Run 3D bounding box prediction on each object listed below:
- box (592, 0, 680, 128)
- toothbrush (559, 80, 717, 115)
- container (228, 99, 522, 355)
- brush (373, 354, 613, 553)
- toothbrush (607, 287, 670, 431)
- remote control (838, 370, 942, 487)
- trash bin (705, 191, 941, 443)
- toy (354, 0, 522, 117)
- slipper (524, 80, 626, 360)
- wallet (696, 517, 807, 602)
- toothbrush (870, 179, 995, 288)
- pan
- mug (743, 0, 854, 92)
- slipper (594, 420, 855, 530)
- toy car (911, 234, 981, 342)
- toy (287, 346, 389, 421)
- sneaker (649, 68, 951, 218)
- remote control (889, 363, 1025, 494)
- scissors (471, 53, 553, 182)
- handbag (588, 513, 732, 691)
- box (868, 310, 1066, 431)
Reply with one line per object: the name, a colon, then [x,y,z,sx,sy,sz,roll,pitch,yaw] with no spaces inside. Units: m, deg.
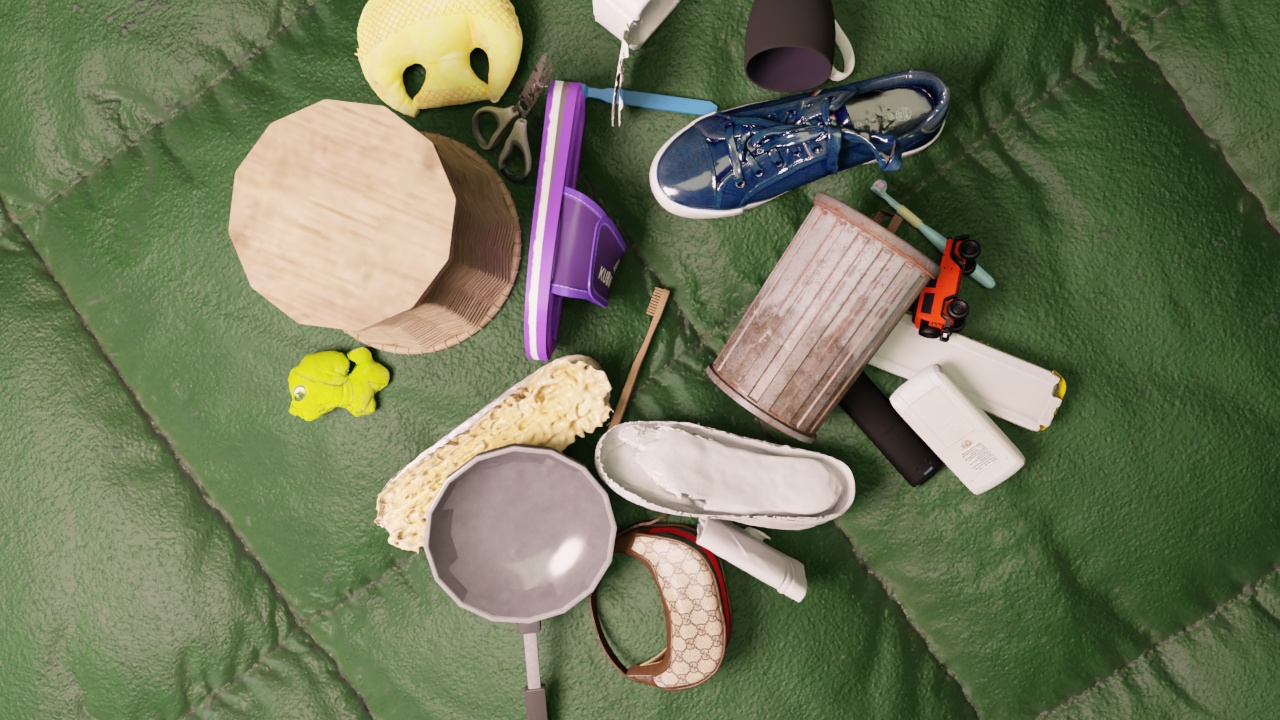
box: [-0.012,-0.321,0.866,0.083,0.110,0.190,24,89,1]
toothbrush: [-0.006,-0.261,0.919,0.166,0.014,0.016,7,90,-1]
container: [-0.236,-0.118,0.839,0.227,0.196,0.227,0,91,3]
brush: [-0.143,0.090,0.906,0.271,0.056,0.083,-36,97,3]
toothbrush: [-0.005,0.005,0.920,0.016,0.016,0.167,20,91,2]
remote control: [0.237,0.059,0.907,0.041,0.020,0.152,-42,89,1]
trash bin: [0.168,-0.045,0.842,0.131,0.130,0.211,33,101,2]
toy: [-0.203,-0.324,0.903,0.170,0.064,0.155,-8,103,9]
slipper: [-0.054,-0.131,0.880,0.084,0.107,0.266,5,87,1]
wallet: [0.109,0.184,0.884,0.116,0.086,0.032,32,97,-2]
toothbrush: [0.289,-0.124,0.903,0.155,0.022,0.016,42,134,2]
pan: [-0.109,0.246,0.893,0.178,0.041,0.357,-5,105,-7]
mug: [0.158,-0.318,0.882,0.118,0.085,0.100,13,75,-27]
slipper: [0.078,0.111,0.886,0.247,0.075,0.112,10,50,-3]
toy car: [0.287,-0.069,0.863,0.049,0.051,0.100,11,79,17]
toy: [-0.308,0.024,0.927,0.093,0.036,0.094,29,86,-1]
sneaker: [0.150,-0.205,0.856,0.295,0.127,0.120,-15,89,5]
remote control: [0.305,0.068,0.884,0.138,0.025,0.060,46,114,-8]
scissors: [-0.123,-0.238,0.864,0.132,0.170,0.012,33,54,24]
handbag: [0.016,0.238,0.905,0.138,0.063,0.166,-11,91,13]
box: [0.308,0.004,0.897,0.209,0.033,0.064,22,94,3]
